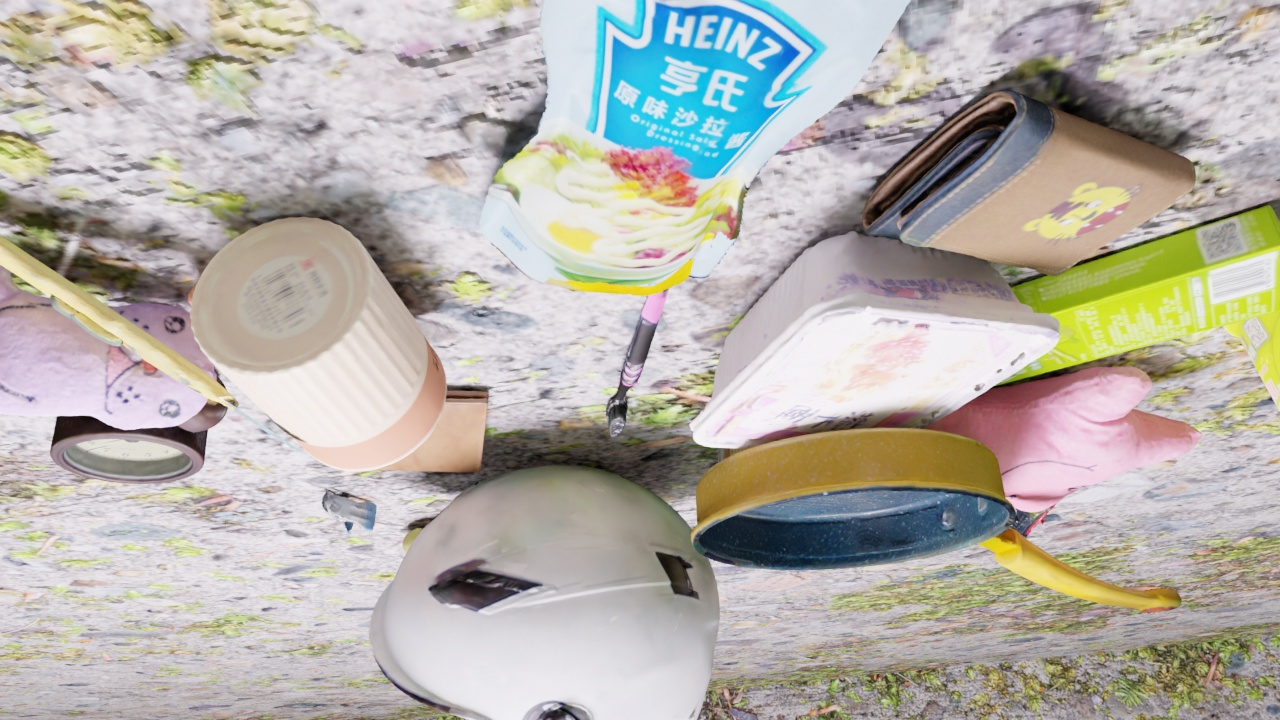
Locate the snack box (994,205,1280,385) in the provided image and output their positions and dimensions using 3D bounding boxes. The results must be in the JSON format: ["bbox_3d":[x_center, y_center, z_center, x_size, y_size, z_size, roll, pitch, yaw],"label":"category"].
[{"bbox_3d":[0.261,-0.029,0.505,0.157,0.026,0.085,-19,151,28],"label":"snack box"}]

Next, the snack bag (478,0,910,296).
[{"bbox_3d":[0.009,-0.086,0.334,0.110,0.038,0.191,15,150,-13],"label":"snack bag"}]

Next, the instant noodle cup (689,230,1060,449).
[{"bbox_3d":[0.114,-0.007,0.491,0.138,0.060,0.174,5,155,-19],"label":"instant noodle cup"}]

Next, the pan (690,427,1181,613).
[{"bbox_3d":[0.206,0.119,0.601,0.357,0.078,0.198,7,154,-19],"label":"pan"}]

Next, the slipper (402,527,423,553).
[{"bbox_3d":[-0.122,0.183,0.835,0.190,0.081,0.092,22,164,8],"label":"slipper"}]

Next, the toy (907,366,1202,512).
[{"bbox_3d":[0.277,0.059,0.633,0.195,0.074,0.178,-8,146,20],"label":"toy"}]

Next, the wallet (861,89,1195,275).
[{"bbox_3d":[0.167,-0.071,0.399,0.115,0.033,0.090,6,152,-29],"label":"wallet"}]

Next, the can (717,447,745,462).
[{"bbox_3d":[0.119,0.085,0.686,0.116,0.058,0.058,-7,155,7],"label":"can"}]

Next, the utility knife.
[{"bbox_3d":[-0.223,-0.014,0.396,0.188,0.020,0.031,35,162,-24],"label":"utility knife"}]

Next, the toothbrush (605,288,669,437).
[{"bbox_3d":[-0.003,0.003,0.543,0.014,0.017,0.190,2,153,-9],"label":"toothbrush"}]

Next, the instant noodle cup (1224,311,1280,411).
[{"bbox_3d":[0.407,0.016,0.509,0.111,0.123,0.112,-4,155,-2],"label":"instant noodle cup"}]

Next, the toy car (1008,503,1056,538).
[{"bbox_3d":[0.334,0.120,0.801,0.045,0.053,0.121,-26,153,-13],"label":"toy car"}]

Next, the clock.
[{"bbox_3d":[-0.274,0.026,0.502,0.082,0.055,0.122,13,148,-33],"label":"clock"}]

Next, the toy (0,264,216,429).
[{"bbox_3d":[-0.253,-0.003,0.424,0.108,0.084,0.039,10,175,-33],"label":"toy"}]

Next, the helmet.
[{"bbox_3d":[-0.053,0.160,0.676,0.258,0.229,0.146,14,110,-21],"label":"helmet"}]

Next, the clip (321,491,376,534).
[{"bbox_3d":[-0.241,0.122,0.749,0.045,0.027,0.058,-5,152,19],"label":"clip"}]

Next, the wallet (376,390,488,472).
[{"bbox_3d":[-0.154,0.048,0.611,0.101,0.020,0.115,3,151,-13],"label":"wallet"}]

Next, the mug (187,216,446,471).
[{"bbox_3d":[-0.158,-0.010,0.431,0.114,0.081,0.106,21,157,15],"label":"mug"}]
